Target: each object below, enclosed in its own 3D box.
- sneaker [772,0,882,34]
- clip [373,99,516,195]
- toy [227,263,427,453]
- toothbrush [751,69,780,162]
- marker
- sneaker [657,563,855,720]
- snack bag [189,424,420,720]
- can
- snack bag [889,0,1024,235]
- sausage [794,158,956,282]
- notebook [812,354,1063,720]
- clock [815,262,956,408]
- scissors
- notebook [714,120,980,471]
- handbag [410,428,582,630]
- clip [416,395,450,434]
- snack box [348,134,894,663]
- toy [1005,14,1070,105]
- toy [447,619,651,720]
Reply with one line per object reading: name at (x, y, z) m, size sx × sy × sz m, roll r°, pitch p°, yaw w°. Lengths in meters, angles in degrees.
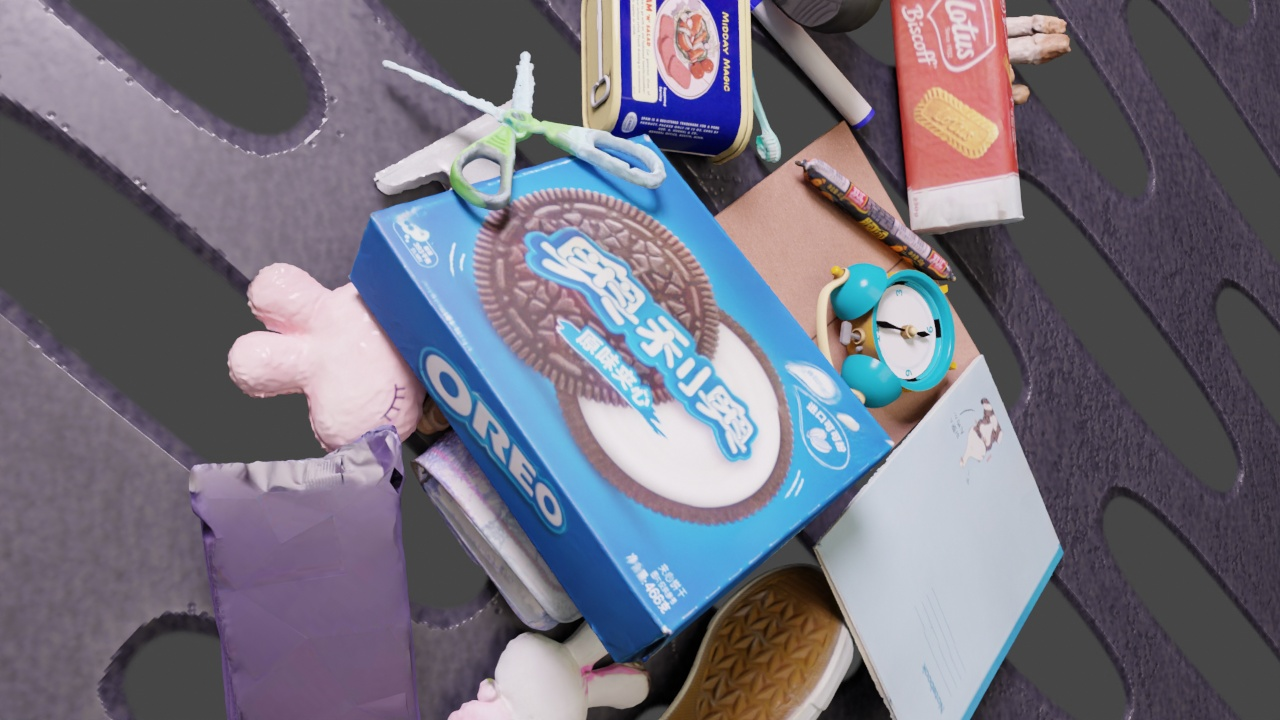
sneaker at (0.148, -0.317, 0.621) m, size 0.142 × 0.101 × 0.237 m, roll 1°, pitch 72°, yaw -25°
clip at (-0.094, -0.109, 0.526) m, size 0.101 × 0.046 × 0.055 m, roll -37°, pitch 89°, yaw -23°
toy at (-0.156, -0.005, 0.479) m, size 0.105 × 0.053 × 0.108 m, roll 17°, pitch 76°, yaw -17°
toothbrush at (0.068, -0.198, 0.620) m, size 0.017 × 0.022 × 0.135 m, roll -27°, pitch 100°, yaw -50°
marker at (0.112, -0.219, 0.643) m, size 0.141 × 0.020 × 0.020 m, roll 43°, pitch 69°, yaw -17°
sneaker at (0.055, 0.228, 0.551) m, size 0.234 × 0.087 × 0.079 m, roll -44°, pitch 137°, yaw -26°
snack bag at (-0.154, 0.140, 0.445) m, size 0.096 × 0.058 × 0.205 m, roll -8°, pitch 102°, yaw -25°
can at (0.015, -0.187, 0.573) m, size 0.092 × 0.057 × 0.116 m, roll 1°, pitch 85°, yaw -25°
snack bag at (0.224, -0.206, 0.657) m, size 0.041 × 0.078 × 0.225 m, roll -13°, pitch 97°, yaw -58°
sausage at (0.168, -0.098, 0.648) m, size 0.155 × 0.020 × 0.020 m, roll 33°, pitch 72°, yaw -20°
notebook at (0.217, 0.131, 0.629) m, size 0.252 × 0.009 × 0.181 m, roll -36°, pitch 105°, yaw -40°
clock at (0.171, -0.018, 0.633) m, size 0.129 × 0.044 × 0.099 m, roll -6°, pitch 88°, yaw -33°
scissors at (-0.063, -0.128, 0.502) m, size 0.172 × 0.023 × 0.171 m, roll 8°, pitch 44°, yaw -6°
notebook at (0.152, -0.047, 0.655) m, size 0.141 × 0.008 × 0.209 m, roll -39°, pitch 103°, yaw -23°
handbag at (-0.033, 0.060, 0.527) m, size 0.158 × 0.069 × 0.126 m, roll -37°, pitch 84°, yaw -25°
clip at (-0.103, 0.017, 0.513) m, size 0.059 × 0.052 × 0.026 m, roll -41°, pitch 103°, yaw 4°
snack box at (-0.003, 0.003, 0.481) m, size 0.195 × 0.056 × 0.239 m, roll -28°, pitch 76°, yaw -40°
toy at (0.263, -0.249, 0.696) m, size 0.106 × 0.074 × 0.085 m, roll 30°, pitch 48°, yaw 1°
toy at (-0.051, 0.187, 0.522) m, size 0.122 × 0.038 × 0.079 m, roll -19°, pitch 107°, yaw -26°
